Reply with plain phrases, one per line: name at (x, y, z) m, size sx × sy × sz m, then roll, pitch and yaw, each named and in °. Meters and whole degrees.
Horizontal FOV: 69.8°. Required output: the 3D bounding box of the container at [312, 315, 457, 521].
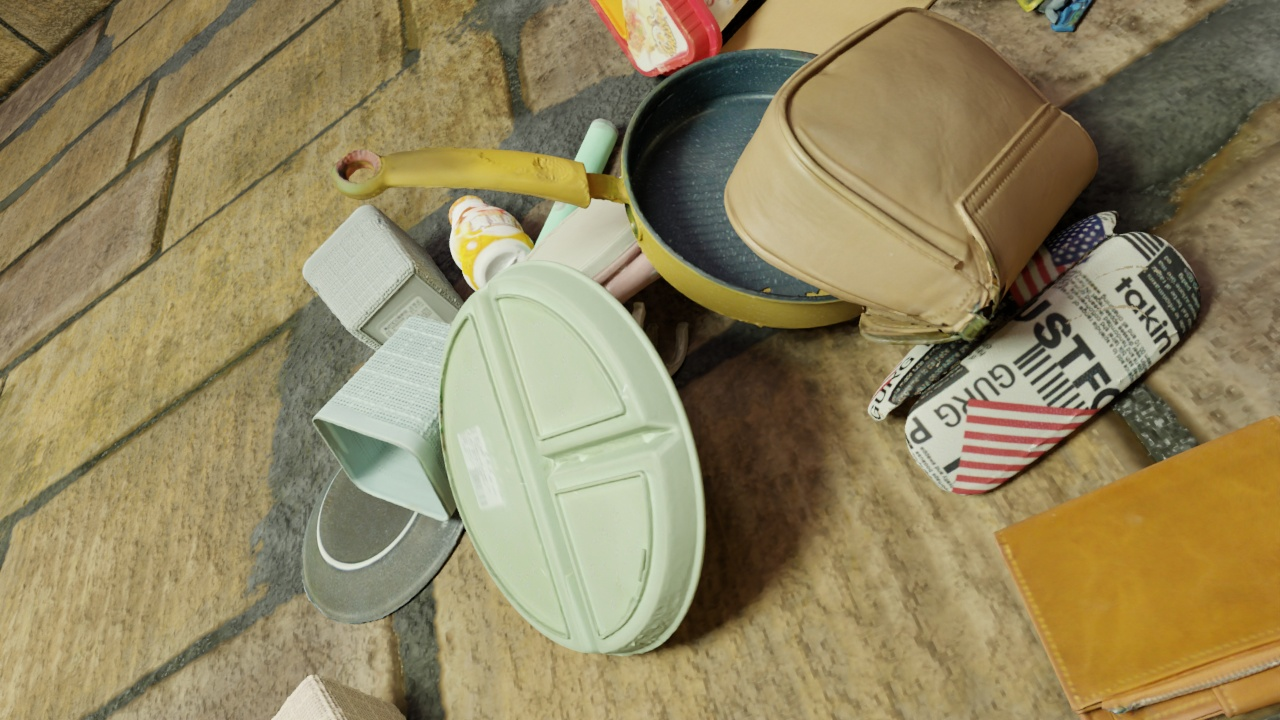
container at (-0.152, 0.036, 0.651) m, size 0.090 × 0.090 × 0.111 m, roll 14°, pitch 53°, yaw 23°

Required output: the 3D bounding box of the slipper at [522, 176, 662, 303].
slipper at (0.019, -0.104, 0.640) m, size 0.273 × 0.054 × 0.114 m, roll -42°, pitch 28°, yaw -19°

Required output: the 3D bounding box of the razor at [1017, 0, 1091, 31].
razor at (0.240, -0.258, 0.635) m, size 0.143 × 0.022 × 0.042 m, roll 29°, pitch 77°, yaw 41°

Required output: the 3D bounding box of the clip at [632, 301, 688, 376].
clip at (-0.005, 0.002, 0.606) m, size 0.035 × 0.098 × 0.099 m, roll 0°, pitch 48°, yaw 36°

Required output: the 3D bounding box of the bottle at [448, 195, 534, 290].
bottle at (-0.130, -0.100, 0.772) m, size 0.063 × 0.063 × 0.108 m, roll -42°, pitch 44°, yaw 4°

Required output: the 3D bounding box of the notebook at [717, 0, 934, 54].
notebook at (0.116, -0.236, 0.726) m, size 0.211 × 0.012 × 0.149 m, roll -46°, pitch 45°, yaw -1°

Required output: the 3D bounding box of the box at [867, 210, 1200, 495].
box at (0.199, -0.007, 0.479) m, size 0.162 × 0.075 × 0.085 m, roll -42°, pitch 10°, yaw 7°

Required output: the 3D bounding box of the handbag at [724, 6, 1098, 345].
handbag at (0.137, -0.094, 0.468) m, size 0.148 × 0.100 × 0.203 m, roll 40°, pitch 51°, yaw 11°

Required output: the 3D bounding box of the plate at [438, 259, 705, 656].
plate at (-0.052, 0.059, 0.516) m, size 0.230 × 0.027 × 0.230 m, roll 18°, pitch 114°, yaw 46°

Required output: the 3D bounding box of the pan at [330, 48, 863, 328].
pan at (0.010, -0.106, 0.537) m, size 0.357 × 0.078 × 0.197 m, roll -8°, pitch 60°, yaw -8°

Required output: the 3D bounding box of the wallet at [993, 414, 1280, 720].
wallet at (0.230, 0.096, 0.380) m, size 0.131 × 0.035 × 0.119 m, roll -28°, pitch 46°, yaw 19°

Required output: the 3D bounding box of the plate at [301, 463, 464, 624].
plate at (-0.199, 0.109, 0.700) m, size 0.180 × 0.024 × 0.179 m, roll -20°, pitch 49°, yaw 24°

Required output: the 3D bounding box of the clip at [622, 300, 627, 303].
clip at (-0.011, -0.069, 0.689) m, size 0.028 × 0.024 × 0.057 m, roll 15°, pitch 73°, yaw 46°

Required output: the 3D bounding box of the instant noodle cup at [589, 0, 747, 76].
instant noodle cup at (0.038, -0.320, 0.771) m, size 0.124 × 0.116 × 0.117 m, roll -46°, pitch 23°, yaw -18°

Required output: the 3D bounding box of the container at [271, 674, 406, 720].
container at (-0.170, 0.251, 0.530) m, size 0.090 × 0.090 × 0.111 m, roll -52°, pitch 41°, yaw -6°

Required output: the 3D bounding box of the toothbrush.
toothbrush at (-0.065, -0.110, 0.748) m, size 0.027 × 0.027 × 0.224 m, roll -3°, pitch 55°, yaw 38°

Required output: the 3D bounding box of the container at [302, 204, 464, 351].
container at (-0.217, -0.060, 0.791) m, size 0.090 × 0.090 × 0.114 m, roll -47°, pitch 46°, yaw -1°
